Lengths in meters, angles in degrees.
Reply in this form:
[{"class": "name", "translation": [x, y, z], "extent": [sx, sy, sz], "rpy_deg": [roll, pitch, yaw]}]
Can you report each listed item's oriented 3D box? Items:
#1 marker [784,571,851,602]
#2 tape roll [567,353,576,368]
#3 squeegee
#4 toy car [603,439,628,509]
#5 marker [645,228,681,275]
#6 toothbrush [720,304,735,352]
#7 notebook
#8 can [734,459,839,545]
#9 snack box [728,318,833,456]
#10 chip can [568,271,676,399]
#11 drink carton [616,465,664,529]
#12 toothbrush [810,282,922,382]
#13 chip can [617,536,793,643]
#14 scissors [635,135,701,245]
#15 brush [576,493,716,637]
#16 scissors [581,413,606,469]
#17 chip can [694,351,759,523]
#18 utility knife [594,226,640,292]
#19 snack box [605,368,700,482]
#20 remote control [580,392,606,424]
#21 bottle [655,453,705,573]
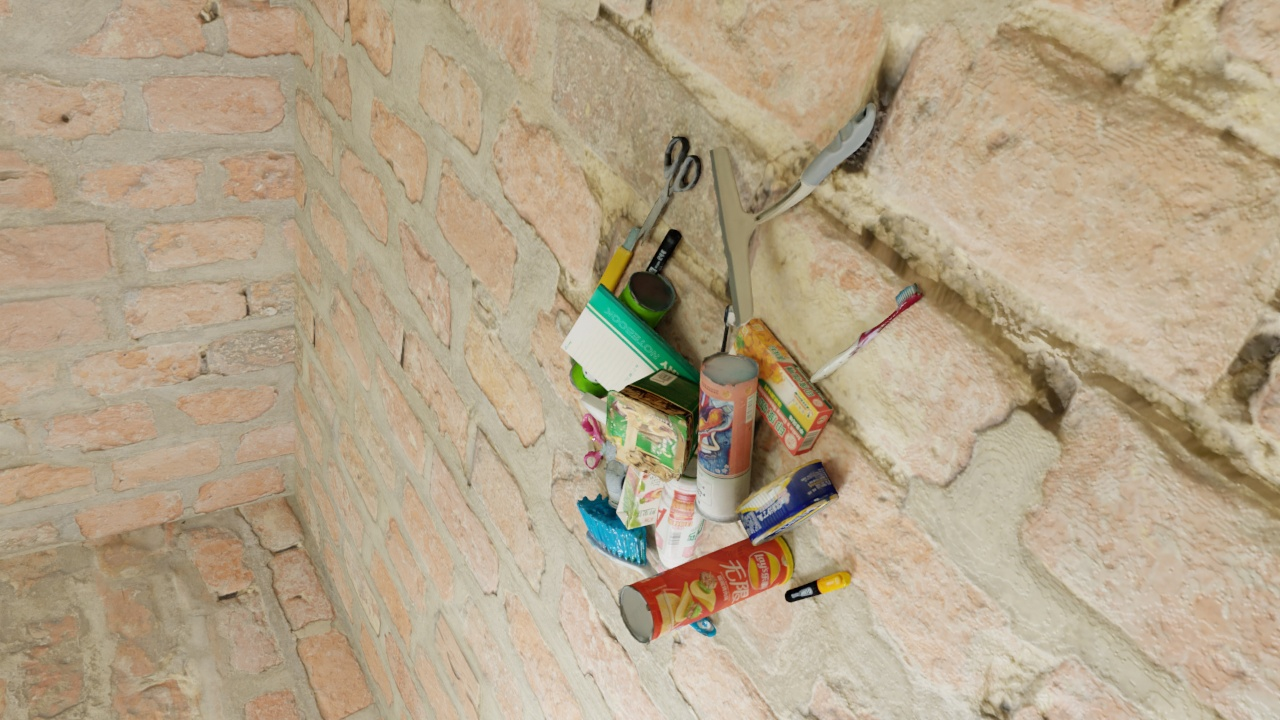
[{"class": "marker", "translation": [0.207, 0.271, 1.089], "extent": [0.124, 0.015, 0.018], "rpy_deg": [-43, 59, 55]}, {"class": "tape roll", "translation": [-0.091, -0.009, 1.473], "extent": [0.086, 0.013, 0.086], "rpy_deg": [22, 117, 53]}, {"class": "squeegee", "translation": [0.174, -0.194, 0.988], "extent": [0.247, 0.039, 0.246], "rpy_deg": [-39, 49, 48]}, {"class": "toy car", "translation": [-0.031, 0.168, 1.405], "extent": [0.054, 0.036, 0.121], "rpy_deg": [9, 104, 49]}, {"class": "marker", "translation": [0.022, -0.132, 1.259], "extent": [0.132, 0.020, 0.022], "rpy_deg": [124, 157, -49]}, {"class": "toothbrush", "translation": [0.104, 0.014, 1.176], "extent": [0.018, 0.015, 0.181], "rpy_deg": [32, 124, 39]}, {"class": "notebook", "translation": [-0.008, 0.007, 1.266], "extent": [0.209, 0.012, 0.151], "rpy_deg": [43, 138, 6]}, {"class": "can", "translation": [0.168, 0.167, 1.066], "extent": [0.049, 0.074, 0.149], "rpy_deg": [64, 144, 18]}, {"class": "snack box", "translation": [0.160, 0.029, 1.082], "extent": [0.155, 0.027, 0.077], "rpy_deg": [55, 142, 34]}, {"class": "chip can", "translation": [-0.029, -0.033, 1.318], "extent": [0.072, 0.072, 0.237], "rpy_deg": [65, 144, 22]}, {"class": "drink carton", "translation": [0.005, 0.186, 1.344], "extent": [0.045, 0.053, 0.123], "rpy_deg": [49, 137, 41]}, {"class": "toothbrush", "translation": [0.232, -0.024, 0.966], "extent": [0.188, 0.016, 0.017], "rpy_deg": [-50, 50, 50]}, {"class": "chip can", "translation": [0.080, 0.269, 1.099], "extent": [0.073, 0.216, 0.073], "rpy_deg": [30, 127, 50]}, {"class": "scissors", "translation": [0.035, -0.211, 1.215], "extent": [0.141, 0.014, 0.174], "rpy_deg": [28, 120, 49]}, {"class": "brush", "translation": [0.006, 0.301, 1.382], "extent": [0.315, 0.060, 0.109], "rpy_deg": [20, 121, 51]}, {"class": "scissors", "translation": [-0.061, 0.146, 1.471], "extent": [0.133, 0.017, 0.124], "rpy_deg": [47, 132, 35]}, {"class": "chip can", "translation": [0.104, 0.096, 1.114], "extent": [0.071, 0.071, 0.215], "rpy_deg": [41, 141, 45]}, {"class": "utility knife", "translation": [-0.037, -0.128, 1.353], "extent": [0.033, 0.015, 0.198], "rpy_deg": [55, 139, 21]}, {"class": "snack box", "translation": [0.031, 0.075, 1.196], "extent": [0.118, 0.105, 0.118], "rpy_deg": [23, 131, 23]}, {"class": "remote control", "translation": [-0.031, 0.088, 1.337], "extent": [0.135, 0.019, 0.056], "rpy_deg": [26, 160, 42]}, {"class": "bottle", "translation": [0.056, 0.221, 1.267], "extent": [0.068, 0.068, 0.197], "rpy_deg": [44, 138, 43]}]
